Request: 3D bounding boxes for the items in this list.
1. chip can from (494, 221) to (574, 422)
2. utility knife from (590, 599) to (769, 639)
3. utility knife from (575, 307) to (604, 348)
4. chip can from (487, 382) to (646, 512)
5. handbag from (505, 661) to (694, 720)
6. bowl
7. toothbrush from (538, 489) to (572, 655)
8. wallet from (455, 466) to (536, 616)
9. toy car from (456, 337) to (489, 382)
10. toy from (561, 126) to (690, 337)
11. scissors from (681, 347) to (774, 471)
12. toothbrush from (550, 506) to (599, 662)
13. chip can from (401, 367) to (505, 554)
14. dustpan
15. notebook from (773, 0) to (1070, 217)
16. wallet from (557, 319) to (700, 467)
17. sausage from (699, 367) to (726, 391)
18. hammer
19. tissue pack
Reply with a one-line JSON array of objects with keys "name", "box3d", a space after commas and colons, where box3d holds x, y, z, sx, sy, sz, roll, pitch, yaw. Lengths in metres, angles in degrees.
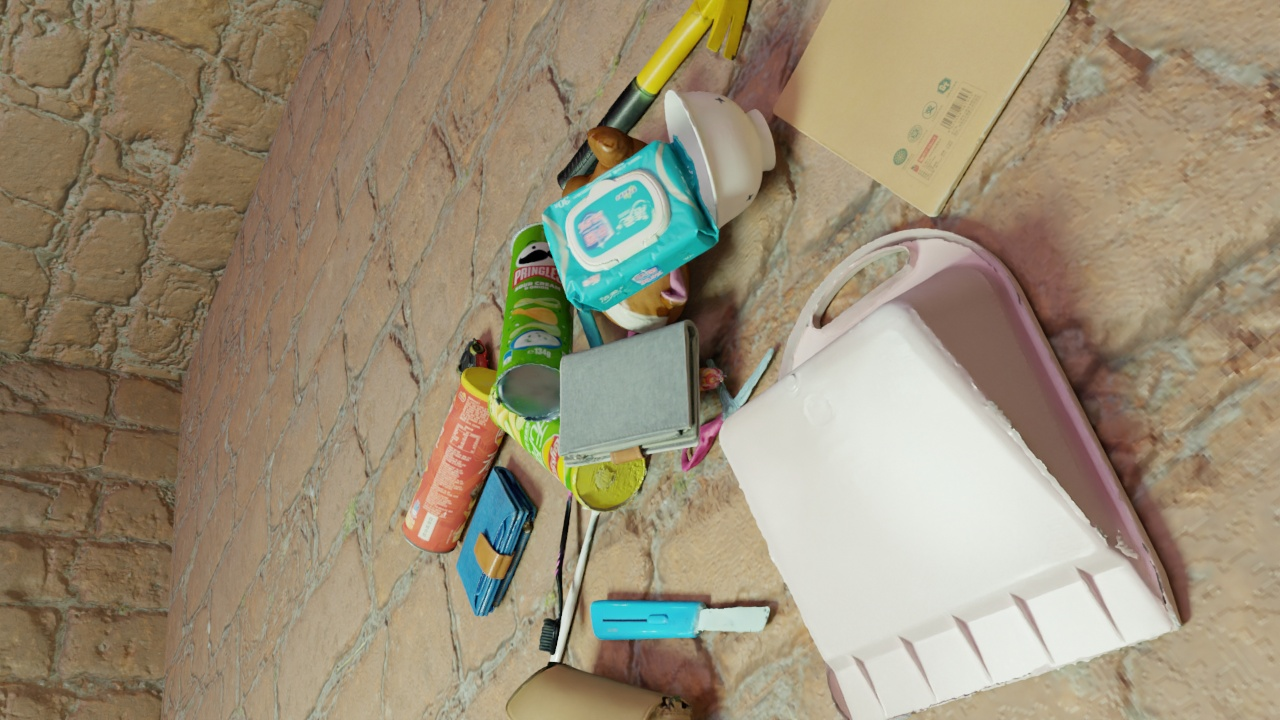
[{"name": "chip can", "box3d": [-0.098, -0.044, 0.893, 0.072, 0.072, 0.235, -52, 25, 32]}, {"name": "utility knife", "box3d": [0.026, 0.204, 0.727, 0.219, 0.018, 0.034, -21, 62, 50]}, {"name": "utility knife", "box3d": [-0.040, -0.010, 0.839, 0.029, 0.013, 0.176, -33, 77, 63]}, {"name": "chip can", "box3d": [-0.078, 0.069, 0.877, 0.221, 0.072, 0.072, 29, 103, 56]}, {"name": "handbag", "box3d": [-0.040, 0.320, 0.709, 0.205, 0.099, 0.147, -9, 68, 51]}, {"name": "bowl", "box3d": [0.069, -0.166, 0.733, 0.118, 0.064, 0.118, 160, 91, -85]}, {"name": "toothbrush", "box3d": [-0.076, 0.180, 0.864, 0.014, 0.018, 0.188, 93, -178, -62]}, {"name": "wallet", "box3d": [-0.160, 0.194, 0.989, 0.106, 0.040, 0.133, 44, 116, 57]}, {"name": "toy car", "box3d": [-0.200, 0.021, 1.110, 0.049, 0.031, 0.106, -49, 39, 34]}, {"name": "toy", "box3d": [-0.014, -0.105, 0.805, 0.140, 0.130, 0.199, 126, 134, -59]}, {"name": "scissors", "box3d": [0.070, 0.045, 0.718, 0.134, 0.017, 0.133, -57, 34, 28]}, {"name": "toothbrush", "box3d": [-0.063, 0.204, 0.857, 0.016, 0.016, 0.180, -157, 81, -72]}, {"name": "chip can", "box3d": [-0.206, 0.117, 1.051, 0.073, 0.073, 0.217, 48, 119, 51]}, {"name": "dustpan", "box3d": [0.174, 0.056, 0.566, 0.223, 0.138, 0.273, -38, 77, 42]}, {"name": "notebook", "box3d": [0.182, -0.207, 0.645, 0.148, 0.008, 0.207, -62, 36, 21]}, {"name": "wallet", "box3d": [-0.009, 0.032, 0.749, 0.130, 0.037, 0.106, -15, 65, 32]}, {"name": "sausage", "box3d": [0.024, 0.020, 0.779, 0.156, 0.020, 0.020, -12, 69, 59]}, {"name": "hammer", "box3d": [0.005, -0.271, 0.908, 0.302, 0.032, 0.128, -43, 45, 40]}, {"name": "tissue pack", "box3d": [-0.007, -0.106, 0.719, 0.134, 0.050, 0.093, -30, 68, 15]}]
